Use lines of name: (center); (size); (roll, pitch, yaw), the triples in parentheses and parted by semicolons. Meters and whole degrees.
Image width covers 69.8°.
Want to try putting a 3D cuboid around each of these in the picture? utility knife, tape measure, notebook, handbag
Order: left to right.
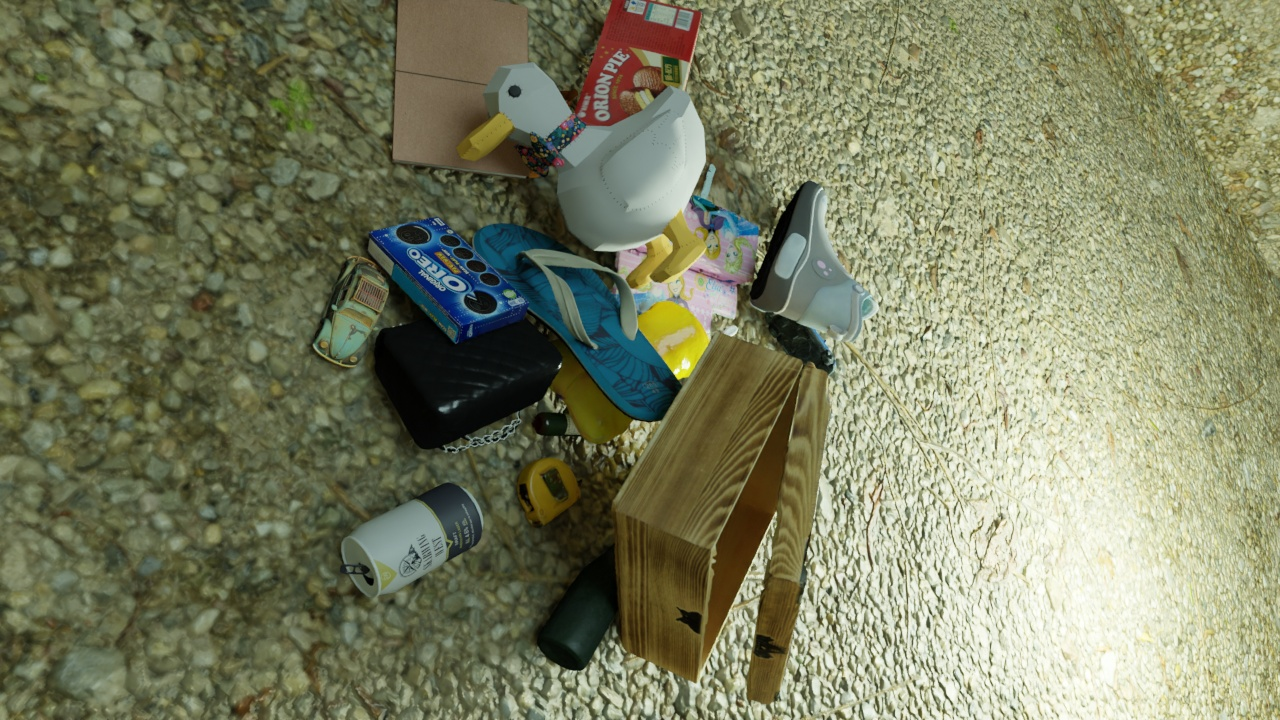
handbag: (-0.175, 0.013, 0.885); (0.153, 0.115, 0.125); (-27, 71, -38)
notebook: (-0.188, -0.297, 0.976); (0.141, 0.008, 0.209); (3, 73, -20)
tape measure: (-0.094, 0.128, 0.936); (0.068, 0.030, 0.059); (-32, 99, -42)
utility knife: (0.073, -0.192, 1.188); (0.022, 0.015, 0.168); (16, 61, -3)

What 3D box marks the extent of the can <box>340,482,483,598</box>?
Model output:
can: (-0.204, 0.160, 0.810); (0.127, 0.064, 0.064); (-25, 93, -42)

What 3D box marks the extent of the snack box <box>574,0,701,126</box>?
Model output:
snack box: (-0.003, -0.333, 1.093); (0.113, 0.060, 0.235); (13, 58, -1)

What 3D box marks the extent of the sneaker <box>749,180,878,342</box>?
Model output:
sneaker: (0.246, -0.129, 1.210); (0.160, 0.093, 0.255); (29, 45, 1)

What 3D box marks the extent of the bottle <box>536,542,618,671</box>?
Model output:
bottle: (-0.039, 0.228, 0.934); (0.055, 0.055, 0.173); (49, 50, -17)

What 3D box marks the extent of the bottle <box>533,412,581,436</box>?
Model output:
bottle: (-0.065, 0.069, 0.981); (0.106, 0.025, 0.025); (5, 73, -39)

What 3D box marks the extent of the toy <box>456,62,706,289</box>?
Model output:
toy: (-0.036, -0.203, 0.943); (0.246, 0.141, 0.267); (-39, 104, -18)

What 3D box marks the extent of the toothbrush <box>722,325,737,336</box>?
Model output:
toothbrush: (0.049, 0.002, 1.096); (0.221, 0.027, 0.027); (-30, 89, -42)

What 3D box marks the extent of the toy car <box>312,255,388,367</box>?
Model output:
toy car: (-0.259, -0.051, 0.842); (0.047, 0.047, 0.111); (29, 57, -31)

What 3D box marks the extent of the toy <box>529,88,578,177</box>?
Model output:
toy: (-0.103, -0.248, 1.001); (0.070, 0.103, 0.090); (26, 55, -37)

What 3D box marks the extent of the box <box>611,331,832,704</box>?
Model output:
box: (0.101, 0.156, 0.906); (0.280, 0.176, 0.246); (87, 27, -48)

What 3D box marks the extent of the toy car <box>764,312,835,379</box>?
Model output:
toy car: (0.216, -0.028, 1.226); (0.120, 0.056, 0.043); (55, 27, -5)

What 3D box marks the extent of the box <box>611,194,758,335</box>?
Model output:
box: (0.058, -0.118, 1.110); (0.230, 0.035, 0.159); (13, 82, -45)

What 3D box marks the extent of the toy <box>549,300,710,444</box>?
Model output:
toy: (-0.006, 0.006, 0.986); (0.193, 0.088, 0.134); (-24, 65, -34)

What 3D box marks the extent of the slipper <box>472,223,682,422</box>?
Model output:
slipper: (-0.054, -0.058, 0.920); (0.118, 0.060, 0.295); (-16, 55, -45)

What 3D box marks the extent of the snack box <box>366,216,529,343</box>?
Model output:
snack box: (-0.186, -0.080, 0.874); (0.150, 0.027, 0.082); (41, 41, 24)
